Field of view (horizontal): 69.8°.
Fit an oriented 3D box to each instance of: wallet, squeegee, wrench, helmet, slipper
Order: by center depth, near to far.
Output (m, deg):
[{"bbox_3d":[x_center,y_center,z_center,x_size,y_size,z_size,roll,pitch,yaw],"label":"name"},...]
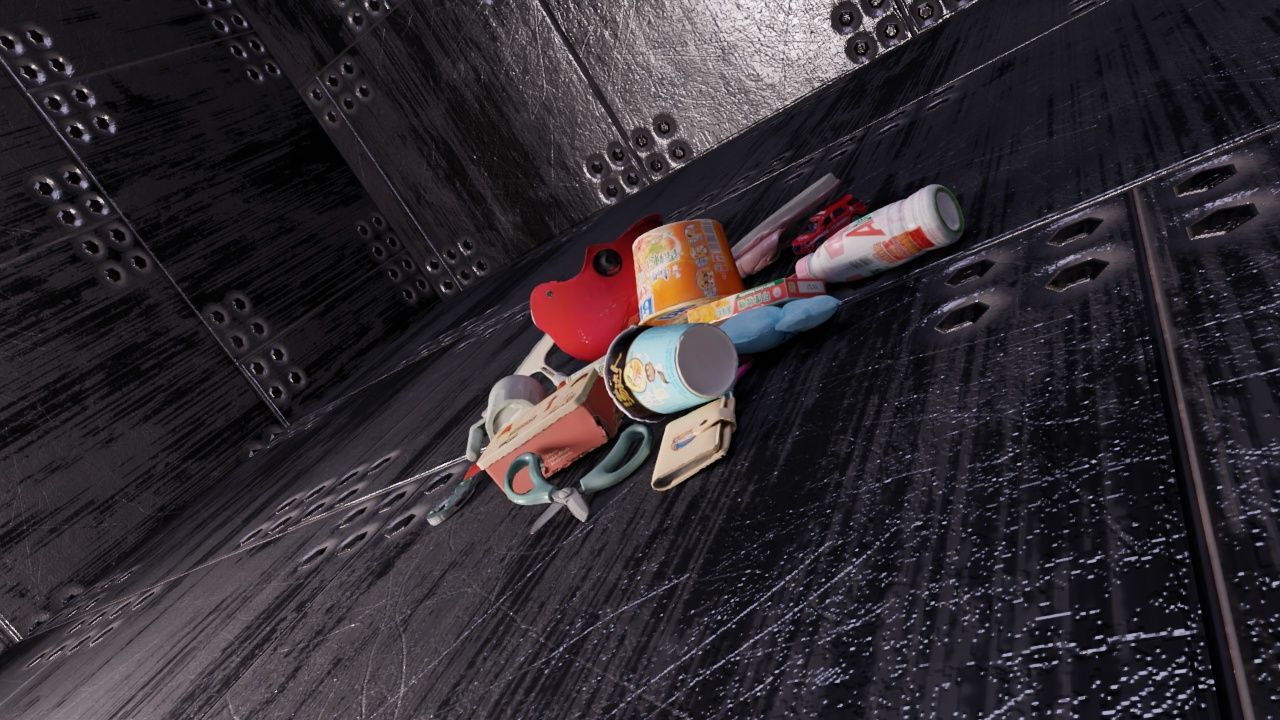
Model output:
[{"bbox_3d":[0.054,0.075,0.885,0.087,0.024,0.115,-29,14,19],"label":"wallet"},{"bbox_3d":[-0.217,0.140,1.266,0.056,0.016,0.272,-25,17,26],"label":"wrench"},{"bbox_3d":[-0.027,-0.086,1.320,0.240,0.144,0.207,-37,-10,1],"label":"helmet"},{"bbox_3d":[0.185,-0.172,1.345,0.275,0.054,0.114,-38,4,24],"label":"slipper"},{"bbox_3d":[-0.131,0.024,1.419,0.246,0.039,0.247,-52,23,-5],"label":"squeegee"}]

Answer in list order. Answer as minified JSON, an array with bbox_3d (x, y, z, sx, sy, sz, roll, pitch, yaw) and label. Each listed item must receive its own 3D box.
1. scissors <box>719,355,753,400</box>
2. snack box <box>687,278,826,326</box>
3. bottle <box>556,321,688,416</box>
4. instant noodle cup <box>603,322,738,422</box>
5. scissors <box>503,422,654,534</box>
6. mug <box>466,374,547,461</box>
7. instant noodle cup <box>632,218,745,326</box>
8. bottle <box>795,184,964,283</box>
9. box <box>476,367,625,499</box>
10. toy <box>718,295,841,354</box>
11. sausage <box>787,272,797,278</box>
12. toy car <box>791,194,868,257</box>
[{"bbox_3d":[0.089,0.032,0.976,0.063,0.017,0.135,-23,20,20],"label":"scissors"},{"bbox_3d":[0.138,-0.067,1.099,0.076,0.027,0.156,-4,-9,-43],"label":"snack box"},{"bbox_3d":[-0.007,0.007,1.171,0.206,0.060,0.059,-30,14,1],"label":"bottle"},{"bbox_3d":[0.037,0.006,0.966,0.111,0.111,0.121,-41,13,-28],"label":"instant noodle cup"},{"bbox_3d":[-0.067,0.113,0.974,0.169,0.019,0.174,-36,29,-19],"label":"scissors"},{"bbox_3d":[-0.183,0.084,1.247,0.124,0.083,0.103,-35,16,4],"label":"mug"},{"bbox_3d":[0.060,-0.111,1.191,0.151,0.111,0.151,-12,-9,-2],"label":"instant noodle cup"},{"bbox_3d":[0.265,-0.132,1.044,0.197,0.068,0.068,-23,17,46],"label":"bottle"},{"bbox_3d":[-0.097,0.091,1.072,0.169,0.079,0.091,-33,14,24],"label":"box"},{"bbox_3d":[0.138,-0.036,1.010,0.156,0.050,0.161,-17,2,3],"label":"toy"},{"bbox_3d":[0.239,-0.126,1.166,0.156,0.020,0.020,-31,14,7],"label":"sausage"},{"bbox_3d":[0.260,-0.187,1.273,0.120,0.045,0.053,-39,14,-16],"label":"toy car"}]
